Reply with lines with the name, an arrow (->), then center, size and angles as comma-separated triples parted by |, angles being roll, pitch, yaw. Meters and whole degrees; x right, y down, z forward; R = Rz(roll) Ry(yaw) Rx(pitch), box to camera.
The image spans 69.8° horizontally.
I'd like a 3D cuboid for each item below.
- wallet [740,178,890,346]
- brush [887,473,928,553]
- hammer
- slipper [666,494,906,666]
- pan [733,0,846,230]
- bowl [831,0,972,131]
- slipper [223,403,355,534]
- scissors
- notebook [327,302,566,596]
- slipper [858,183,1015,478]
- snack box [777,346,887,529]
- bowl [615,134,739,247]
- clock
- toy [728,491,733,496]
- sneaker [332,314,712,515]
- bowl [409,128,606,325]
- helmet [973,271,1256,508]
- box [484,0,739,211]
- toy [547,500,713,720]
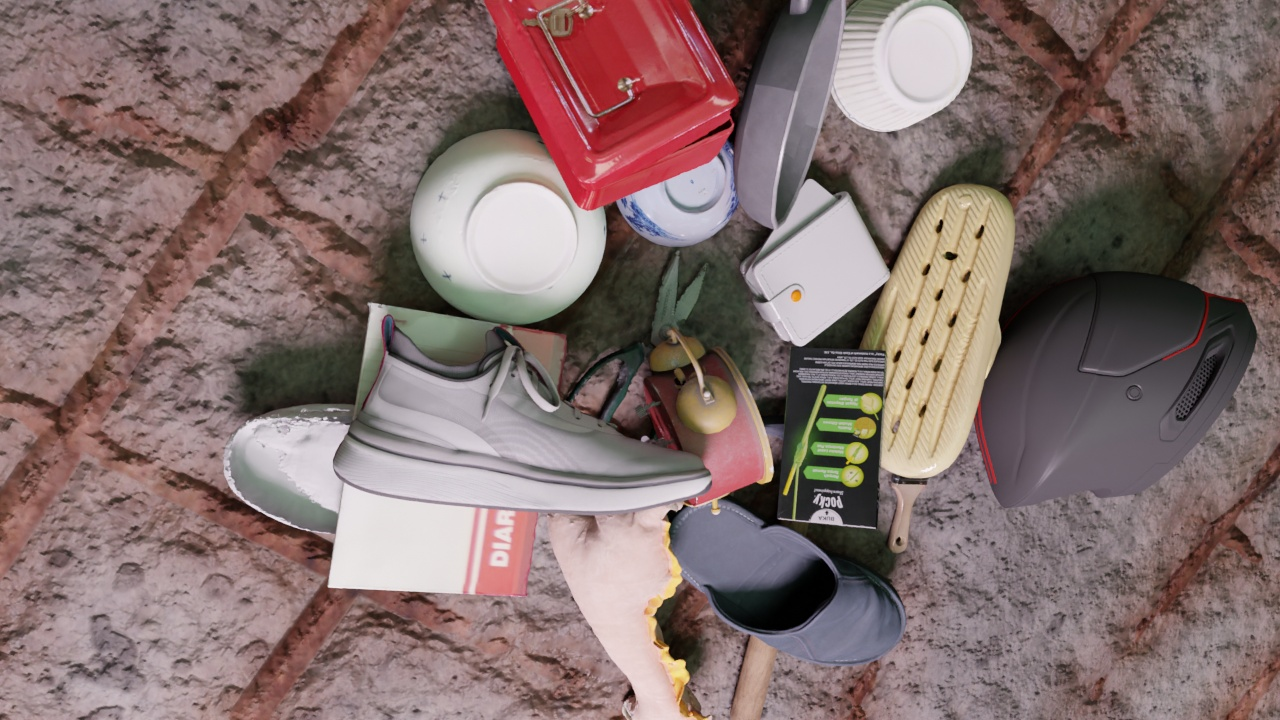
wallet -> 0.143, -0.088, 0.785 | 0.118, 0.037, 0.115 | -37, 111, -8
brush -> 0.260, 0.116, 0.885 | 0.039, 0.012, 0.151 | 4, 103, -18
hammer -> 0.131, 0.199, 0.860 | 0.129, 0.040, 0.322 | 9, 103, -14
slipper -> 0.136, 0.210, 0.802 | 0.265, 0.083, 0.109 | 34, 96, -20
pan -> 0.107, -0.244, 0.617 | 0.041, 0.178, 0.358 | 18, 145, 13
bowl -> 0.218, -0.246, 0.750 | 0.115, 0.062, 0.115 | -4, 105, -15
slipper -> -0.189, 0.079, 0.712 | 0.246, 0.075, 0.112 | 5, 77, -23
scissors -> -0.008, 0.000, 0.777 | 0.142, 0.015, 0.210 | 3, 104, -15
notebook -> -0.142, 0.071, 0.690 | 0.153, 0.012, 0.208 | 8, 91, -22
slipper -> 0.262, -0.025, 0.813 | 0.079, 0.111, 0.261 | 20, 87, -61
snack box -> 0.164, 0.064, 0.779 | 0.080, 0.025, 0.147 | 3, 79, 19
bowl -> 0.037, -0.145, 0.734 | 0.114, 0.045, 0.114 | -4, 105, -15
clock -> 0.041, 0.045, 0.729 | 0.081, 0.117, 0.159 | -21, 131, -8
toy -> 0.036, 0.153, 0.821 | 0.111, 0.030, 0.049 | -18, 121, -4
sneaker -> -0.075, 0.044, 0.654 | 0.263, 0.097, 0.128 | 9, 83, -7
bowl -> -0.095, -0.096, 0.695 | 0.153, 0.073, 0.153 | -4, 106, -14
helmet -> 0.396, 0.020, 0.818 | 0.170, 0.164, 0.264 | 33, 88, 8
box -> -0.021, -0.202, 0.650 | 0.134, 0.112, 0.157 | -26, 87, -3
toy -> 0.013, 0.229, 0.781 | 0.065, 0.197, 0.264 | -37, 105, -43
